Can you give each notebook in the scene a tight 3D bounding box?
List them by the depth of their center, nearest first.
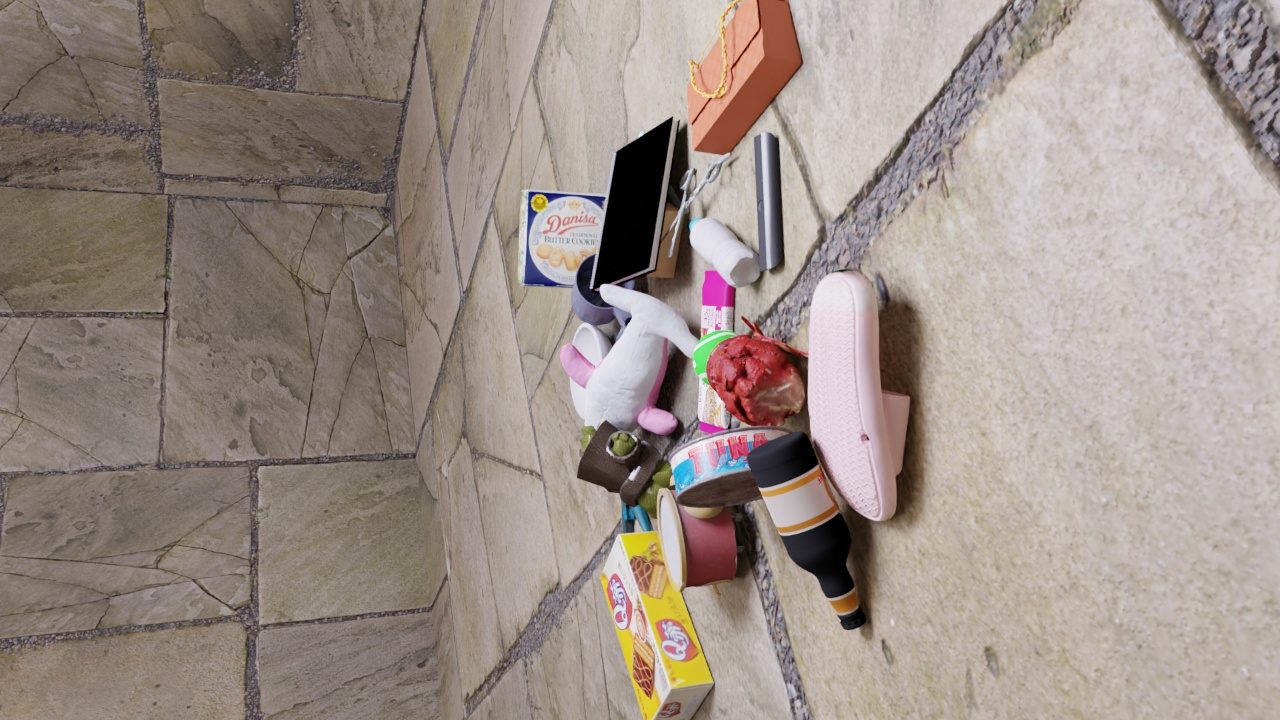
[{"bbox_3d":[-0.009,-0.200,1.201,0.149,0.016,0.206,-13,64,57],"label":"notebook"}]

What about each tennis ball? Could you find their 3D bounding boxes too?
[{"bbox_3d":[0.091,-0.001,1.018,0.065,0.065,0.065,179,90,-67],"label":"tennis ball"}]

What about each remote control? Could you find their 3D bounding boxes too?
[{"bbox_3d":[0.134,-0.168,0.976,0.033,0.015,0.146,169,100,-67],"label":"remote control"}]

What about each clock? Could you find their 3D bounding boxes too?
[{"bbox_3d":[0.071,0.183,1.045,0.117,0.081,0.159,-131,35,-72],"label":"clock"}]

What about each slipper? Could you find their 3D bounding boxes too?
[{"bbox_3d":[0.189,0.030,0.801,0.107,0.055,0.221,-169,71,-68],"label":"slipper"}]

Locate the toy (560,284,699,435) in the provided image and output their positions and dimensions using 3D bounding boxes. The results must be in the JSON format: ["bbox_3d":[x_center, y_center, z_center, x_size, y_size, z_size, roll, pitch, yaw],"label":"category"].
[{"bbox_3d":[-0.007,0.007,1.225,0.187,0.127,0.266,33,134,9],"label":"toy"}]

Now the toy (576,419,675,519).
[{"bbox_3d":[-0.014,0.138,1.182,0.078,0.153,0.180,-57,-9,-28],"label":"toy"}]

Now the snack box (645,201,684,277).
[{"bbox_3d":[0.010,-0.173,1.238,0.126,0.040,0.088,-133,48,-58],"label":"snack box"}]

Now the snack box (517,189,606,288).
[{"bbox_3d":[-0.110,-0.182,1.390,0.043,0.144,0.145,-155,67,-69],"label":"snack box"}]

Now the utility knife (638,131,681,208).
[{"bbox_3d":[0.027,-0.255,1.235,0.022,0.015,0.165,-62,38,36],"label":"utility knife"}]

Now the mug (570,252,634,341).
[{"bbox_3d":[-0.047,-0.083,1.321,0.124,0.083,0.104,58,165,5],"label":"mug"}]

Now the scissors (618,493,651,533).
[{"bbox_3d":[-0.011,0.210,1.323,0.125,0.019,0.155,-173,82,-66],"label":"scissors"}]

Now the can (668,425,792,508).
[{"bbox_3d":[0.096,0.109,0.924,0.130,0.129,0.044,130,135,-57],"label":"can"}]

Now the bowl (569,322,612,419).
[{"bbox_3d":[-0.067,0.017,1.419,0.150,0.043,0.149,179,90,-67],"label":"bowl"}]

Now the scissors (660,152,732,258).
[{"bbox_3d":[0.061,-0.195,1.107,0.176,0.014,0.141,-49,25,42],"label":"scissors"}]

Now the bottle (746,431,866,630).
[{"bbox_3d":[0.158,0.158,0.833,0.181,0.059,0.059,66,156,-1],"label":"bottle"}]

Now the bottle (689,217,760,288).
[{"bbox_3d":[0.091,-0.129,1.044,0.136,0.044,0.044,-125,40,-53],"label":"bottle"}]

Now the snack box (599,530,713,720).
[{"bbox_3d":[0.016,0.350,1.206,0.230,0.061,0.110,-113,31,-41],"label":"snack box"}]

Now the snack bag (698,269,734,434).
[{"bbox_3d":[0.088,-0.009,1.088,0.070,0.016,0.196,-166,77,-68],"label":"snack bag"}]

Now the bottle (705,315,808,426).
[{"bbox_3d":[0.119,0.013,0.933,0.111,0.099,0.099,-130,44,-71],"label":"bottle"}]

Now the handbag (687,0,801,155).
[{"bbox_3d":[0.100,-0.321,1.006,0.172,0.060,0.108,136,134,-60],"label":"handbag"}]
